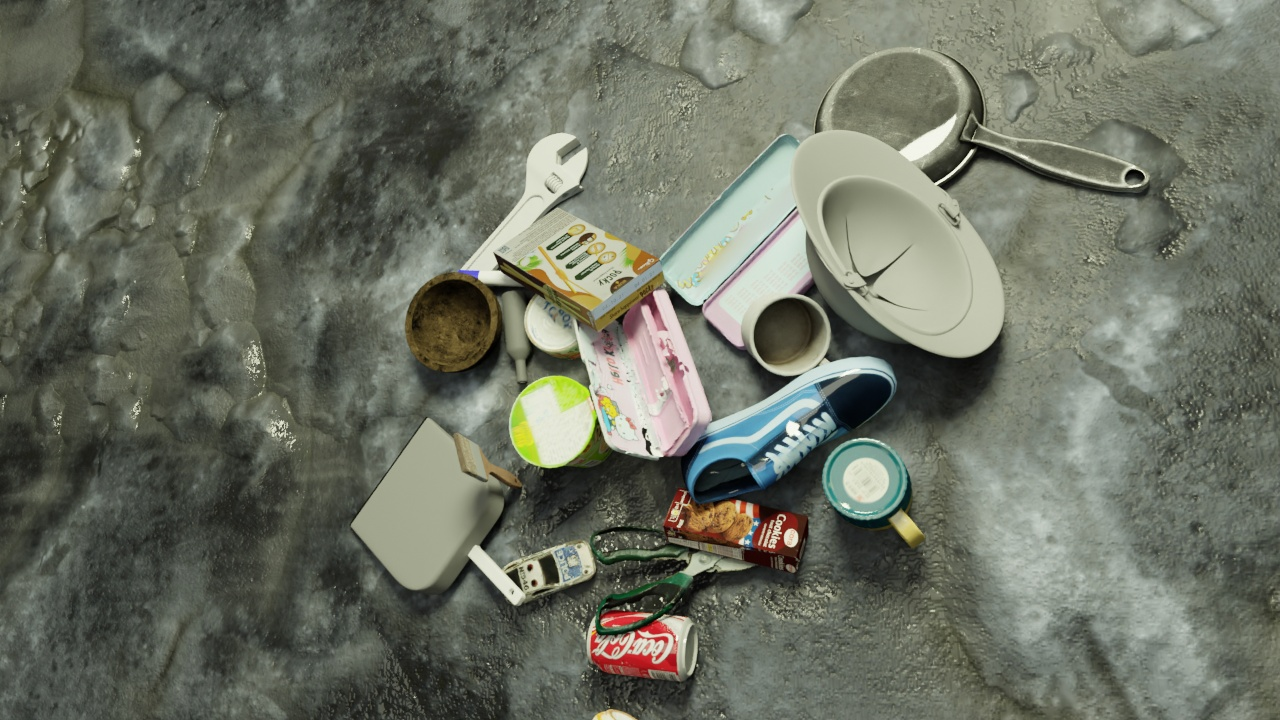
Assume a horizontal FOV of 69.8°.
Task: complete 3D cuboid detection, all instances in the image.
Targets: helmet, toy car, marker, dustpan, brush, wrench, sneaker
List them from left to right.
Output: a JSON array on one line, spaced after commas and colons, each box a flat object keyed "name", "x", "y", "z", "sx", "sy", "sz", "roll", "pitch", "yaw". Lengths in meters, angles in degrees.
[{"name": "dustpan", "x": -0.218, "y": 0.197, "z": 1.056, "sx": 0.258, "sy": 0.033, "sz": 0.163, "roll": 34, "pitch": 89, "yaw": 38}, {"name": "brush", "x": -0.163, "y": 0.121, "z": 1.009, "sx": 0.008, "sy": 0.143, "sz": 0.045, "roll": -25, "pitch": 61, "yaw": 9}, {"name": "wrench", "x": -0.166, "y": -0.172, "z": 1.153, "sx": 0.273, "sy": 0.018, "sz": 0.087, "roll": -48, "pitch": 67, "yaw": 3}, {"name": "marker", "x": -0.154, "y": -0.099, "z": 1.121, "sx": 0.142, "sy": 0.020, "sz": 0.020, "roll": 3, "pitch": 77, "yaw": 12}, {"name": "toy car", "x": -0.105, "y": 0.234, "z": 1.016, "sx": 0.113, "sy": 0.040, "sz": 0.048, "roll": -23, "pitch": 71, "yaw": 11}, {"name": "sneaker", "x": 0.153, "y": 0.085, "z": 0.929, "sx": 0.242, "sy": 0.083, "sz": 0.098, "roll": -27, "pitch": 34, "yaw": 17}, {"name": "helmet", "x": 0.238, "y": -0.099, "z": 0.948, "sx": 0.183, "sy": 0.118, "sz": 0.271, "roll": -35, "pitch": 81, "yaw": -28}]

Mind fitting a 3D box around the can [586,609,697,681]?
[{"name": "can", "x": 0.002, "y": 0.295, "z": 0.952, "sx": 0.105, "sy": 0.064, "sz": 0.064, "roll": 0, "pitch": 76, "yaw": 18}]

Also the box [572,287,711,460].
[{"name": "box", "x": -0.008, "y": 0.007, "z": 0.975, "sx": 0.087, "sy": 0.102, "sz": 0.201, "roll": -59, "pitch": 36, "yaw": 39}]

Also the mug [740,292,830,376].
[{"name": "mug", "x": 0.162, "y": -0.021, "z": 0.969, "sx": 0.113, "sy": 0.070, "sz": 0.084, "roll": 40, "pitch": 94, "yaw": -8}]

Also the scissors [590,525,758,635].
[{"name": "scissors", "x": 0.034, "y": 0.204, "z": 0.981, "sx": 0.209, "sy": 0.015, "sz": 0.146, "roll": -21, "pitch": 41, "yaw": -7}]

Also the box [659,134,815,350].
[{"name": "box", "x": 0.137, "y": -0.132, "z": 1.024, "sx": 0.150, "sy": 0.049, "sz": 0.214, "roll": 45, "pitch": 93, "yaw": 2}]

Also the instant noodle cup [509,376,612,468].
[{"name": "instant noodle cup", "x": -0.078, "y": 0.077, "z": 1.011, "sx": 0.099, "sy": 0.108, "sz": 0.098, "roll": -5, "pitch": 75, "yaw": 17}]

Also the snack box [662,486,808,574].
[{"name": "snack box", "x": 0.099, "y": 0.176, "z": 0.956, "sx": 0.141, "sy": 0.032, "sz": 0.050, "roll": 10, "pitch": 50, "yaw": 20}]

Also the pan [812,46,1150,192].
[{"name": "pan", "x": 0.356, "y": -0.241, "z": 0.986, "sx": 0.357, "sy": 0.055, "sz": 0.187, "roll": 21, "pitch": 84, "yaw": 26}]

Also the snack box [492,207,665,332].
[{"name": "snack box", "x": -0.073, "y": -0.108, "z": 1.048, "sx": 0.100, "sy": 0.032, "sz": 0.186, "roll": -39, "pitch": 47, "yaw": -22}]

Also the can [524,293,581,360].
[{"name": "can", "x": -0.091, "y": -0.046, "z": 1.082, "sx": 0.086, "sy": 0.043, "sz": 0.086, "roll": -4, "pitch": 77, "yaw": 17}]

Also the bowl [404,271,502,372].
[{"name": "bowl", "x": -0.218, "y": -0.042, "z": 1.114, "sx": 0.121, "sy": 0.056, "sz": 0.121, "roll": -2, "pitch": 81, "yaw": 15}]

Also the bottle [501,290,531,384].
[{"name": "bottle", "x": -0.147, "y": -0.026, "z": 1.102, "sx": 0.030, "sy": 0.030, "sz": 0.113, "roll": -12, "pitch": 73, "yaw": 15}]

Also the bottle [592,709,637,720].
[{"name": "bottle", "x": -0.038, "y": 0.416, "z": 0.937, "sx": 0.063, "sy": 0.063, "sz": 0.109, "roll": 25, "pitch": 88, "yaw": 22}]

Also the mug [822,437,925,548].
[{"name": "mug", "x": 0.233, "y": 0.133, "z": 0.895, "sx": 0.083, "sy": 0.107, "sz": 0.113, "roll": -40, "pitch": 68, "yaw": 3}]
